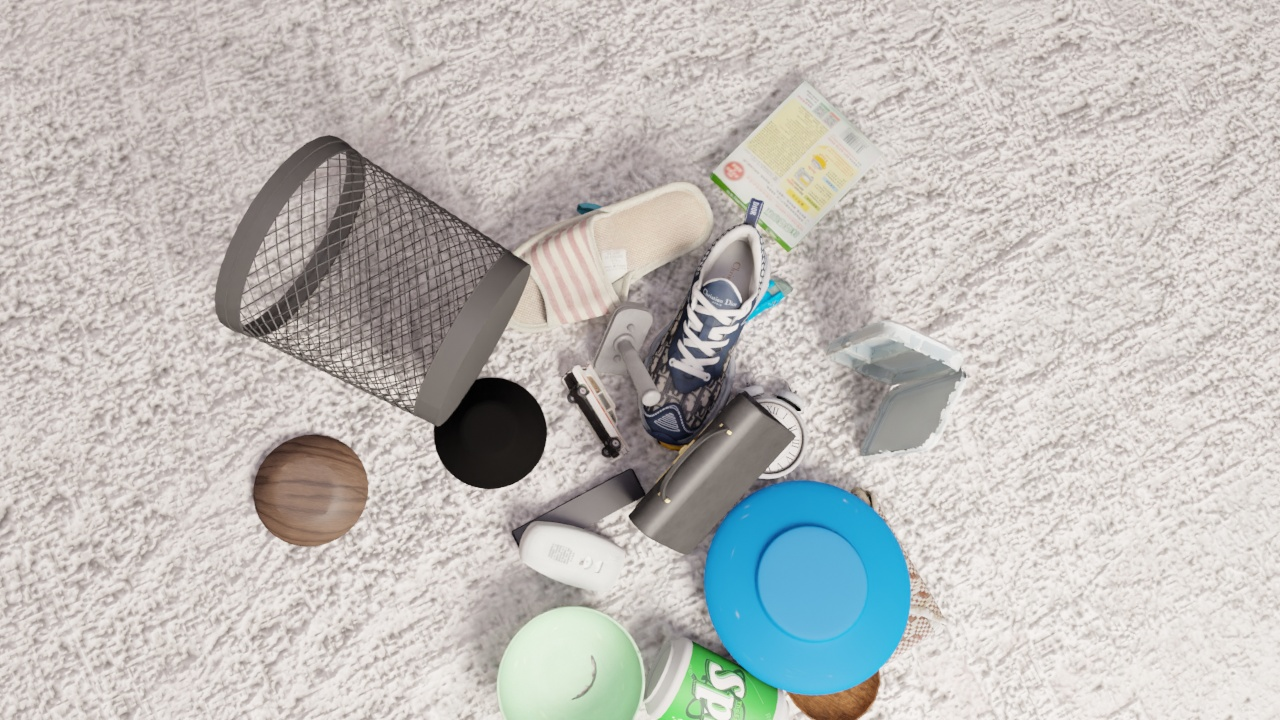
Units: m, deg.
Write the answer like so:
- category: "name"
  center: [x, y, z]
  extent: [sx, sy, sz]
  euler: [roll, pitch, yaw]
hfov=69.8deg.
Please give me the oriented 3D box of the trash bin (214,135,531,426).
- category: "trash bin"
  center: [-0.255, -0.071, 0.920]
  extent: [0.227, 0.218, 0.217]
  euler: [30, 79, -2]

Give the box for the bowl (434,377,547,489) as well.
- category: "bowl"
  center: [-0.163, 0.076, 0.993]
  extent: [0.124, 0.052, 0.124]
  euler: [1, 81, -7]

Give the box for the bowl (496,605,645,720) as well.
- category: "bowl"
  center: [-0.073, 0.329, 0.953]
  extent: [0.151, 0.077, 0.150]
  euler: [1, 81, -7]

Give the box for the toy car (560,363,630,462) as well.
- category: "toy car"
  center: [-0.045, 0.056, 1.020]
  extent: [0.039, 0.039, 0.113]
  euler: [-31, 87, -32]

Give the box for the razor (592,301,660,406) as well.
- category: "razor"
  center: [-0.006, 0.006, 0.978]
  extent: [0.047, 0.116, 0.088]
  euler: [8, 124, -27]

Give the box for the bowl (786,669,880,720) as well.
- category: "bowl"
  center: [0.198, 0.330, 0.980]
  extent: [0.102, 0.026, 0.114]
  euler: [-40, 85, -13]

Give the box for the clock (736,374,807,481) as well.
- category: "clock"
  center: [0.143, 0.077, 1.039]
  extent: [0.094, 0.035, 0.122]
  euler: [10, 82, -6]

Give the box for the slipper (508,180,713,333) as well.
- category: "slipper"
  center: [-0.040, -0.111, 1.008]
  extent: [0.263, 0.052, 0.115]
  euler: [-27, 103, 2]

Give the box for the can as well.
- category: "can"
  center: [0.078, 0.357, 0.962]
  extent: [0.140, 0.088, 0.087]
  euler: [28, 79, -2]

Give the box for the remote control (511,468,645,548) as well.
- category: "remote control"
  center: [-0.068, 0.168, 1.010]
  extent: [0.150, 0.013, 0.034]
  euler: [-27, 90, -10]

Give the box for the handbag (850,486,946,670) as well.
- category: "handbag"
  center: [0.247, 0.248, 1.021]
  extent: [0.124, 0.047, 0.186]
  euler: [-29, 86, -9]

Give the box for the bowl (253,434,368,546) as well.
- category: "bowl"
  center: [-0.352, 0.137, 0.971]
  extent: [0.119, 0.032, 0.119]
  euler: [1, 81, -7]

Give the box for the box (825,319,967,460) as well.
- category: "box"
  center: [0.253, 0.028, 0.973]
  extent: [0.105, 0.211, 0.129]
  euler: [25, 78, -1]

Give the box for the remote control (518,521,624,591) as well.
- category: "remote control"
  center: [-0.074, 0.210, 0.986]
  extent: [0.114, 0.028, 0.060]
  euler: [20, 90, -15]

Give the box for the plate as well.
- category: "plate"
  center: [0.181, 0.237, 0.974]
  extent: [0.224, 0.024, 0.224]
  euler: [1, 72, -4]

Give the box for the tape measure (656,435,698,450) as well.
- category: "tape measure"
  center: [0.044, 0.071, 1.030]
  extent: [0.068, 0.030, 0.059]
  euler: [-12, 83, -6]

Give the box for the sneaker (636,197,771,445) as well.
- category: "sneaker"
  center: [0.073, -0.042, 0.984]
  extent: [0.103, 0.132, 0.269]
  euler: [23, 72, 6]

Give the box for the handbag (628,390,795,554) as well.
- category: "handbag"
  center: [0.061, 0.108, 0.918]
  extent: [0.072, 0.195, 0.176]
  euler: [43, 93, 18]

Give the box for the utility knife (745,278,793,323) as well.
- category: "utility knife"
  center: [0.086, -0.030, 1.060]
  extent: [0.220, 0.015, 0.031]
  euler: [-37, 82, -9]

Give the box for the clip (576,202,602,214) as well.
- category: "clip"
  center: [-0.033, -0.147, 1.058]
  extent: [0.122, 0.033, 0.120]
  euler: [-30, 82, -10]

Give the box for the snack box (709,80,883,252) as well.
- category: "snack box"
  center: [0.187, -0.233, 1.096]
  extent: [0.132, 0.027, 0.168]
  euler: [44, 79, 2]
